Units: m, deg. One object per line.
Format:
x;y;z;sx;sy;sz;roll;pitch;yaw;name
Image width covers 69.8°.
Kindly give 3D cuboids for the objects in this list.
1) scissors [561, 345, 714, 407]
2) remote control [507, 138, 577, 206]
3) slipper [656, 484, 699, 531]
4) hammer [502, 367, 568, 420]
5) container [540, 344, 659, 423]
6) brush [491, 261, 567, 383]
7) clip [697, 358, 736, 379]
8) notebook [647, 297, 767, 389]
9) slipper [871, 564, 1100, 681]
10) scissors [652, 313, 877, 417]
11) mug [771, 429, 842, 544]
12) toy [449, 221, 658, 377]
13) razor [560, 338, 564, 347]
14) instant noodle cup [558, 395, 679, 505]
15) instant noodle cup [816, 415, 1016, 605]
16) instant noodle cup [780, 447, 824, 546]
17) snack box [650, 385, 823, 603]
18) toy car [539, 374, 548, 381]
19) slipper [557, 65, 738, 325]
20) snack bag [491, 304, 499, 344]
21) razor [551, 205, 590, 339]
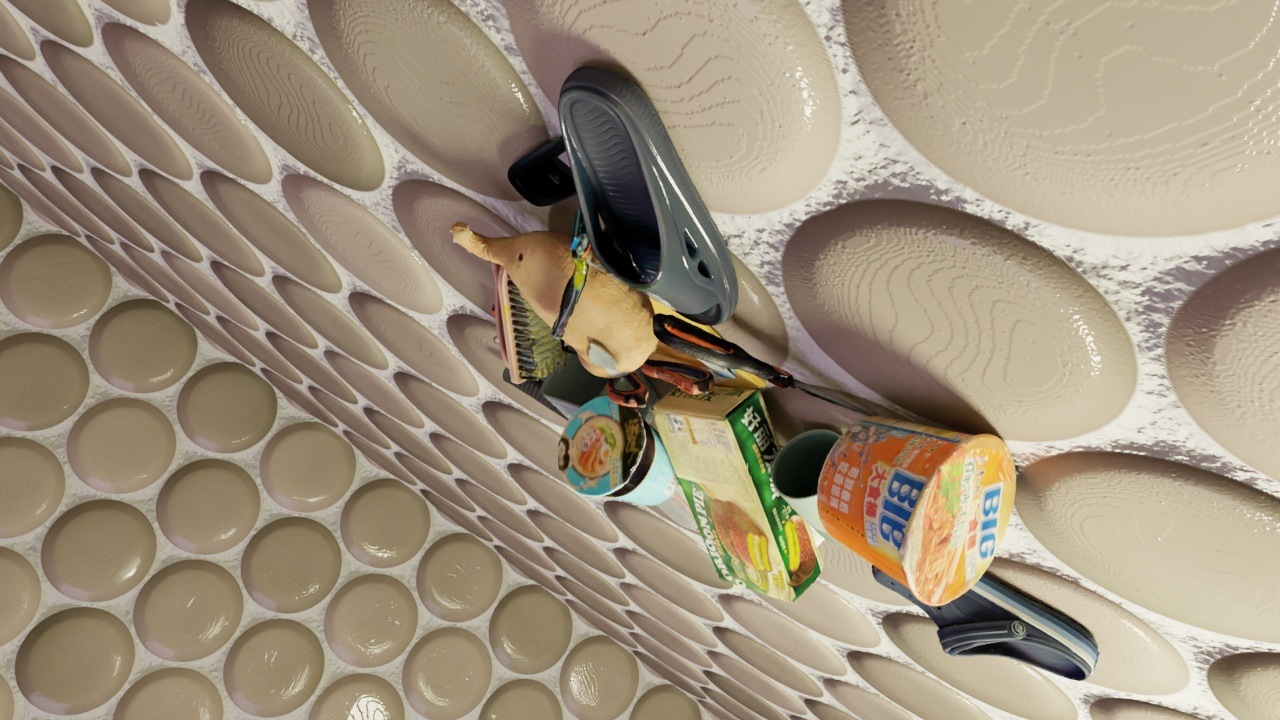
-0.016;0.011;0.968;0.197;0.213;0.015;0;110;12;scissors
-0.083;-0.162;0.817;0.053;0.024;0.137;45;156;-21;remote control
-0.008;0.169;1.332;0.274;0.054;0.114;44;156;-19;slipper
-0.071;0.082;1.239;0.301;0.032;0.129;30;126;27;hammer
-0.042;0.043;1.091;0.090;0.090;0.111;16;154;39;container
-0.129;-0.051;1.002;0.073;0.063;0.146;11;118;38;brush
0.075;-0.001;0.909;0.024;0.028;0.057;14;158;41;clip
0.020;-0.034;0.948;0.206;0.010;0.146;43;156;-19;notebook
0.365;0.287;1.005;0.253;0.095;0.105;26;154;13;slipper
0.116;0.003;0.856;0.234;0.022;0.125;18;-166;-22;scissors
0.207;0.127;0.928;0.112;0.082;0.106;-25;129;25;mug
-0.078;-0.074;0.889;0.226;0.082;0.144;43;143;-11;toy
-0.126;-0.018;1.126;0.067;0.062;0.168;67;162;7;razor
-0.015;0.110;1.020;0.111;0.111;0.120;18;170;36;instant noodle cup
0.233;0.120;0.795;0.111;0.151;0.151;21;155;50;instant noodle cup
0.174;0.174;1.086;0.138;0.060;0.174;30;159;11;instant noodle cup
0.105;0.141;0.989;0.115;0.063;0.240;4;123;50;snack box
-0.091;0.030;1.202;0.106;0.031;0.049;22;155;33;toy car
-0.007;-0.108;0.746;0.111;0.083;0.268;19;152;37;slipper
-0.167;-0.041;1.170;0.048;0.026;0.104;10;158;-2;snack bag
-0.059;-0.068;0.809;0.022;0.042;0.143;12;137;-6;razor
